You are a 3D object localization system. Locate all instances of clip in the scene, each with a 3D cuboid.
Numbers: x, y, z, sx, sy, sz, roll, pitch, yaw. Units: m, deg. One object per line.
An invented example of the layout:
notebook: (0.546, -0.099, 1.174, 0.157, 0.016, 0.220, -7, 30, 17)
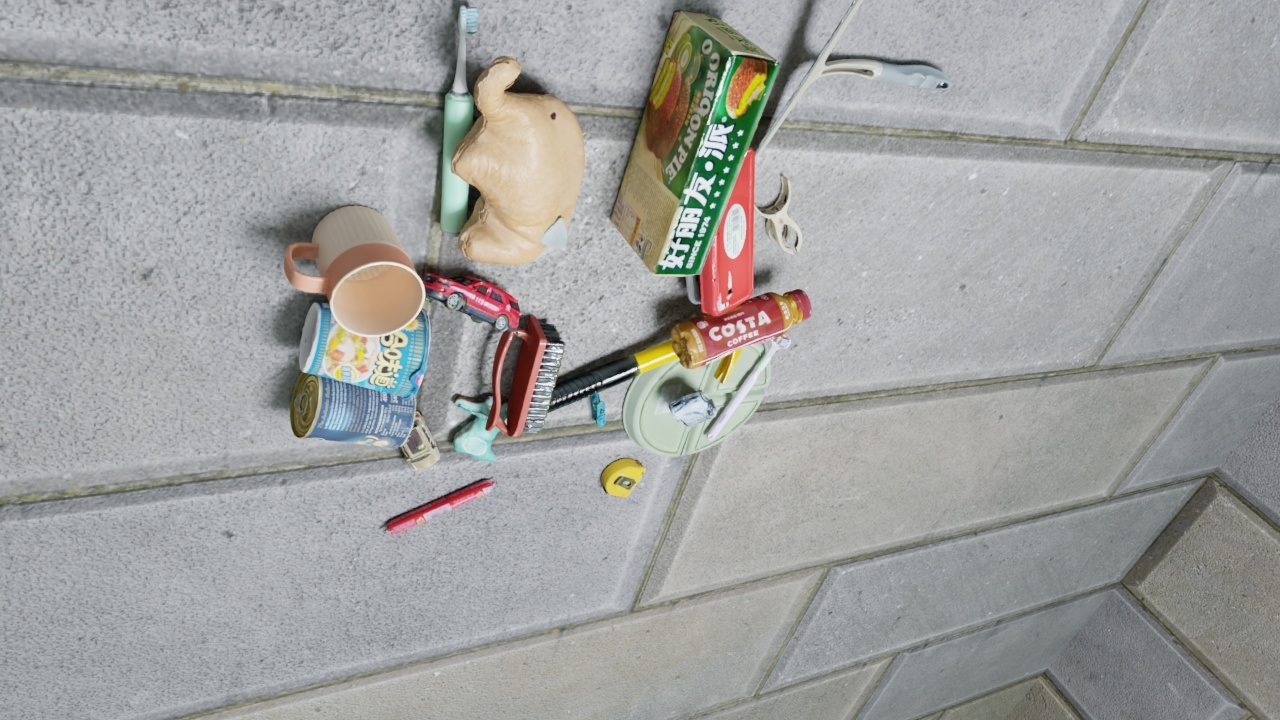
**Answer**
clip: (-0.055, 0.063, 1.191, 0.014, 0.041, 0.056, -19, 142, -17)
clip: (0.164, -0.168, 1.109, 0.064, 0.034, 0.098, -34, 134, 0)

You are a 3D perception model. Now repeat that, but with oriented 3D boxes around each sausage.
sausage: (-0.255, 0.187, 1.176, 0.155, 0.020, 0.020, -23, 137, -13)

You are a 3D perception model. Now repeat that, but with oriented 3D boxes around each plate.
plate: (0.084, 0.048, 1.261, 0.229, 0.027, 0.231, -18, 135, -19)

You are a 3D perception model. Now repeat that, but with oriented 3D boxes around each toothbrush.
toothbrush: (-0.169, -0.216, 0.853, 0.027, 0.026, 0.225, -6, 131, -22)
toothbrush: (0.143, 0.039, 1.255, 0.190, 0.029, 0.021, -57, 171, 24)

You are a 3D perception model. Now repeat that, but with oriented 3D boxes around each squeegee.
squeegee: (0.260, -0.321, 1.025, 0.246, 0.039, 0.247, -10, 150, -33)

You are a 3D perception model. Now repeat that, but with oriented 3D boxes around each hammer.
hammer: (-0.007, 0.007, 1.144, 0.300, 0.033, 0.129, -22, 114, -8)

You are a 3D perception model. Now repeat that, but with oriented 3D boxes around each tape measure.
tape measure: (-0.025, 0.168, 1.299, 0.057, 0.029, 0.060, 18, 117, -41)

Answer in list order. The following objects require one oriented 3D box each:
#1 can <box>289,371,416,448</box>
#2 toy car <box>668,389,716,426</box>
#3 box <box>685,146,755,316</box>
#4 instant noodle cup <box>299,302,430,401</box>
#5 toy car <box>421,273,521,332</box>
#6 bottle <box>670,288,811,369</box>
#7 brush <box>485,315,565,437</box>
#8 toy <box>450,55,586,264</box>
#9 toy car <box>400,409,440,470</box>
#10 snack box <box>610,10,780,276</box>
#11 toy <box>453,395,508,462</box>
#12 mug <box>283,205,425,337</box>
can: (-0.304, 0.051, 0.976, 0.111, 0.075, 0.075, 12, 121, -40)
toy car: (0.070, 0.066, 1.201, 0.049, 0.031, 0.105, -25, 160, 10)
box: (0.090, -0.155, 1.056, 0.090, 0.068, 0.202, -30, 133, -31)
instant noodle cup: (-0.280, -0.015, 0.924, 0.109, 0.099, 0.099, 11, 121, -30)
toy car: (-0.178, -0.065, 0.969, 0.120, 0.053, 0.045, 22, 86, -50)
bottle: (0.125, -0.042, 1.116, 0.174, 0.057, 0.058, -20, 136, -17)
brush: (-0.138, 0.025, 1.057, 0.069, 0.063, 0.146, 5, 118, -23)
toy: (-0.112, -0.191, 0.863, 0.143, 0.082, 0.226, -34, 146, -34)
toy car: (-0.263, 0.097, 1.076, 0.042, 0.035, 0.090, -24, 139, -11)
snack box: (0.047, -0.214, 0.929, 0.063, 0.114, 0.241, -2, 128, -31)
toy: (-0.194, 0.077, 1.108, 0.096, 0.030, 0.092, 26, 107, -37)
mug: (-0.270, -0.085, 0.849, 0.114, 0.106, 0.082, 0, 127, -33)
